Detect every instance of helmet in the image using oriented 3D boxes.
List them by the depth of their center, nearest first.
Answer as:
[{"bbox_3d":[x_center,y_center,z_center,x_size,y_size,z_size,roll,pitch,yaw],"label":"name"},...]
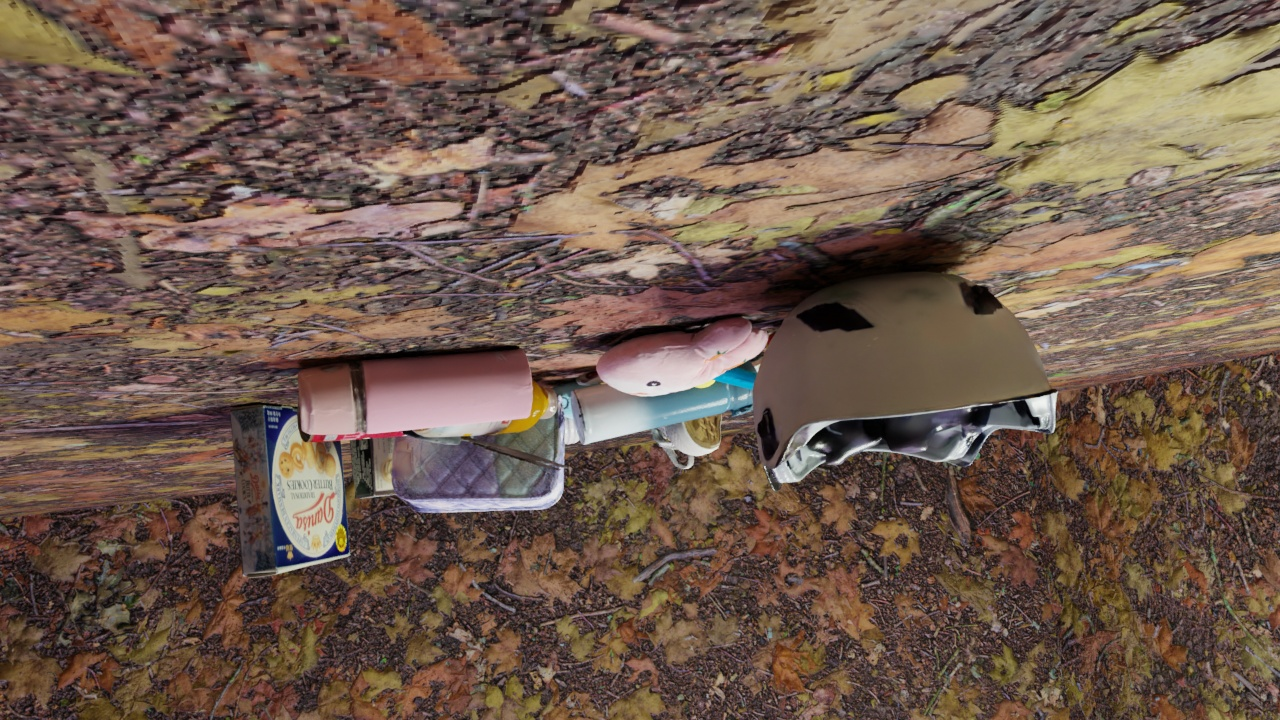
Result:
[{"bbox_3d":[0.195,0.005,0.723,0.229,0.145,0.259,-8,163,-1],"label":"helmet"}]

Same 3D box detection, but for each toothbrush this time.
[{"bbox_3d":[-0.006,0.006,1.016,0.188,0.016,0.017,-14,162,39],"label":"toothbrush"}]

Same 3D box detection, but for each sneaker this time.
[{"bbox_3d":[0.054,0.084,1.247,0.088,0.118,0.240,-25,-176,13],"label":"sneaker"}]

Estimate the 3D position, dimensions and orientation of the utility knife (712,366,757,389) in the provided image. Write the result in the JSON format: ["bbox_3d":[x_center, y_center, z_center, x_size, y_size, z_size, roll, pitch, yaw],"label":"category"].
[{"bbox_3d":[0.111,0.019,0.942,0.205,0.018,0.034,15,165,5],"label":"utility knife"}]

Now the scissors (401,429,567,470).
[{"bbox_3d":[-0.164,0.088,0.939,0.150,0.014,0.171,8,-170,-37],"label":"scissors"}]

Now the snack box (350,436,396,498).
[{"bbox_3d":[-0.286,0.106,1.116,0.053,0.113,0.125,-12,171,36],"label":"snack box"}]

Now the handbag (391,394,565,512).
[{"bbox_3d":[-0.185,0.105,1.058,0.194,0.134,0.076,0,158,0],"label":"handbag"}]

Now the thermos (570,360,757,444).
[{"bbox_3d":[0.032,0.045,1.059,0.220,0.070,0.070,-11,173,-13],"label":"thermos"}]

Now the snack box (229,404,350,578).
[{"bbox_3d":[-0.400,0.147,1.060,0.046,0.182,0.178,-9,173,6],"label":"snack box"}]

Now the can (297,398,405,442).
[{"bbox_3d":[-0.291,0.057,0.979,0.132,0.053,0.053,-2,170,-37],"label":"can"}]

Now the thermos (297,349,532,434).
[{"bbox_3d":[-0.203,0.026,0.826,0.198,0.067,0.087,-5,-162,-18],"label":"thermos"}]

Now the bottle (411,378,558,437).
[{"bbox_3d":[-0.160,0.044,0.953,0.068,0.068,0.189,-13,171,34],"label":"bottle"}]

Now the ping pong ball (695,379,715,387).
[{"bbox_3d":[0.067,0.010,1.020,0.040,0.040,0.040,-7,172,-1],"label":"ping pong ball"}]

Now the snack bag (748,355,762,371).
[{"bbox_3d":[0.152,0.010,1.149,0.048,0.026,0.104,-23,168,17],"label":"snack bag"}]

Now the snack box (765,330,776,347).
[{"bbox_3d":[0.179,-0.007,0.886,0.091,0.082,0.080,-2,158,-38],"label":"snack box"}]

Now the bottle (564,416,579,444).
[{"bbox_3d":[-0.183,0.095,1.277,0.196,0.068,0.068,-7,173,-17],"label":"bottle"}]

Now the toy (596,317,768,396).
[{"bbox_3d":[0.039,-0.003,0.870,0.160,0.054,0.121,-19,163,24],"label":"toy"}]

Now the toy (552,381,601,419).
[{"bbox_3d":[-0.068,0.054,1.171,0.161,0.049,0.157,7,172,-43],"label":"toy"}]
